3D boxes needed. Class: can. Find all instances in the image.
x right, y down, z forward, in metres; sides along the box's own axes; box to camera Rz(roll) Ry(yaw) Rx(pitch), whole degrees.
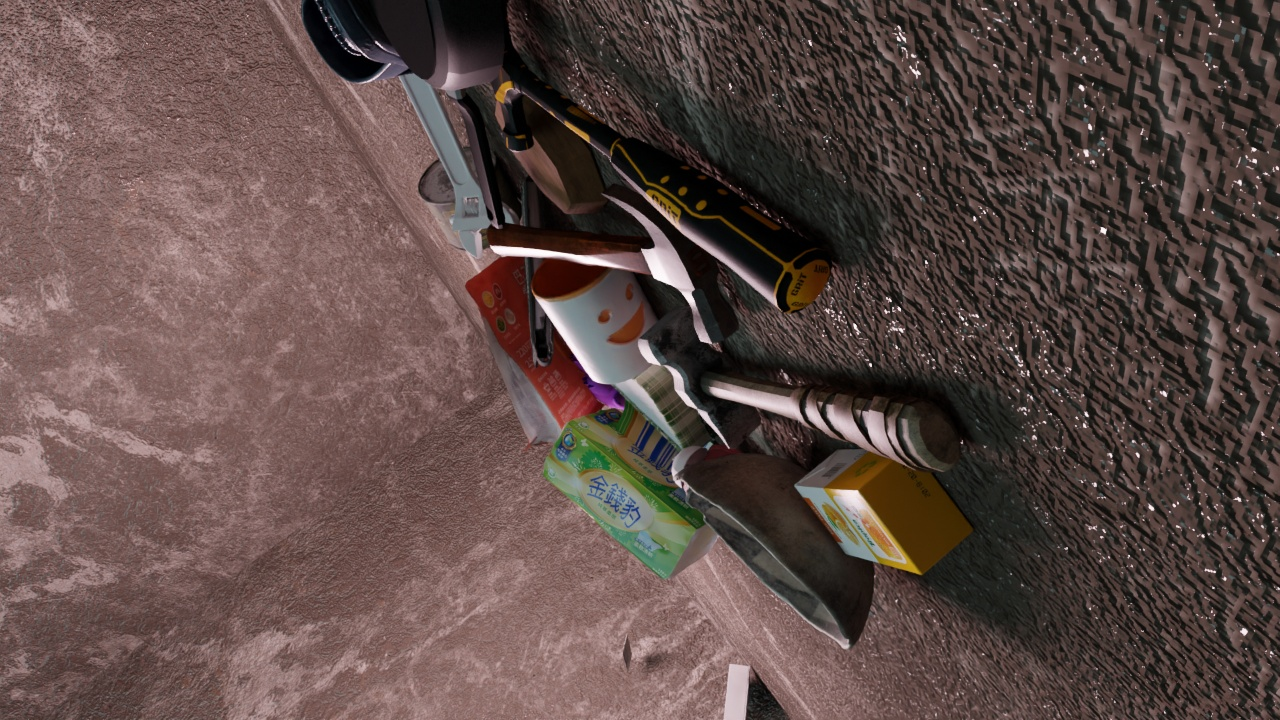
[{"bbox_3d":[-0.182,-0.174,0.990,0.090,0.089,0.075,44,166,41],"label":"can"}]

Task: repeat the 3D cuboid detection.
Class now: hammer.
[{"bbox_3d":[-0.045,-0.086,0.696,0.301,0.028,0.111,16,138,55],"label":"hammer"},{"bbox_3d":[-0.010,-0.123,0.532,0.320,0.036,0.123,43,151,39],"label":"hammer"},{"bbox_3d":[0.092,0.026,0.584,0.121,0.049,0.319,51,169,-15],"label":"hammer"}]

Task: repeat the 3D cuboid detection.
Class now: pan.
[{"bbox_3d":[-0.141,-0.218,0.619,0.204,0.044,0.356,52,160,34],"label":"pan"}]

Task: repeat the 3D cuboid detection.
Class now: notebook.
[{"bbox_3d":[-0.108,-0.079,0.954,0.209,0.029,0.169,126,138,-83],"label":"notebook"}]

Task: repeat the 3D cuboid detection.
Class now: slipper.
[{"bbox_3d":[-0.234,-0.272,0.755,0.101,0.082,0.263,62,-175,-18],"label":"slipper"}]

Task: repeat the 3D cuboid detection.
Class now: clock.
[{"bbox_3d":[0.083,0.122,0.847,0.096,0.048,0.138,47,158,-25],"label":"clock"}]

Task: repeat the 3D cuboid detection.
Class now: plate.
[{"bbox_3d":[-0.075,-0.165,0.720,0.131,0.025,0.131,51,170,12],"label":"plate"}]

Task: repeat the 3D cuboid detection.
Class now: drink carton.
[{"bbox_3d":[0.143,0.089,0.564,0.058,0.040,0.122,53,170,0],"label":"drink carton"}]

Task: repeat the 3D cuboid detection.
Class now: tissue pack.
[{"bbox_3d":[0.012,0.115,1.000,0.198,0.142,0.120,34,-156,16],"label":"tissue pack"}]

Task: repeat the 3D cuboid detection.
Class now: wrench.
[{"bbox_3d":[-0.197,-0.227,0.912,0.273,0.066,0.018,65,-163,-4],"label":"wrench"}]

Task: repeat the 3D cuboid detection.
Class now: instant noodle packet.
[{"bbox_3d":[-0.124,-0.025,1.114,0.221,0.084,0.164,66,-152,-18],"label":"instant noodle packet"}]

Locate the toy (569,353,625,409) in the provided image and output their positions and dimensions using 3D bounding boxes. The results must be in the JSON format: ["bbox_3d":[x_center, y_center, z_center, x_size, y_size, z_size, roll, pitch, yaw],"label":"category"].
[{"bbox_3d":[-0.035,0.025,1.112,0.088,0.056,0.106,56,180,-39],"label":"toy"}]

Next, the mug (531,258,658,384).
[{"bbox_3d":[-0.034,-0.043,0.796,0.082,0.082,0.105,40,165,53],"label":"mug"}]

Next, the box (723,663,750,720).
[{"bbox_3d":[0.130,1.027,2.425,0.173,0.511,0.167,43,158,32],"label":"box"}]

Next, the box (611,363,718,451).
[{"bbox_3d":[-0.006,0.005,0.932,0.205,0.050,0.118,43,169,48],"label":"box"}]

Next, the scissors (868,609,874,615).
[{"bbox_3d":[0.160,0.181,0.864,0.144,0.019,0.126,53,169,-9],"label":"scissors"}]

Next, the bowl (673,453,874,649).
[{"bbox_3d":[0.116,0.127,0.694,0.178,0.081,0.178,45,172,8],"label":"bowl"}]
